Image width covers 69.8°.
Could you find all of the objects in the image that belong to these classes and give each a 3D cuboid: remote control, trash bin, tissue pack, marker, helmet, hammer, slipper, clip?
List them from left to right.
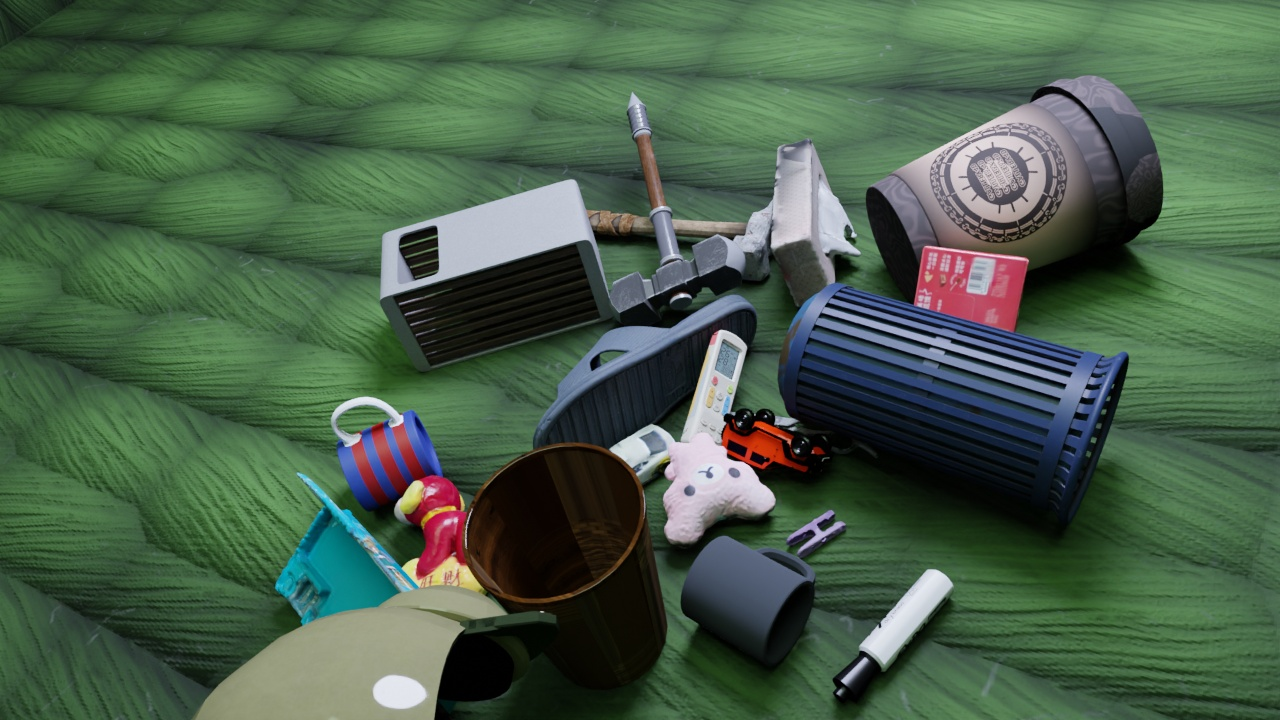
[{"bbox_3d":[-0.155,0.269,0.554,0.233,0.256,0.249,-9,45,4],"label":"helmet"},{"bbox_3d":[-0.160,-0.094,1.021,0.229,0.115,0.114,-16,45,1],"label":"trash bin"},{"bbox_3d":[-0.005,0.005,0.892,0.263,0.101,0.082,-33,47,-20],"label":"slipper"},{"bbox_3d":[0.016,-0.193,1.041,0.156,0.043,0.321,-23,56,18],"label":"hammer"},{"bbox_3d":[0.021,-0.159,1.084,0.319,0.049,0.121,8,47,26],"label":"hammer"},{"bbox_3d":[0.070,0.032,0.861,0.018,0.038,0.125,-12,55,53],"label":"remote control"},{"bbox_3d":[0.146,0.144,0.773,0.053,0.013,0.037,-18,45,-4],"label":"clip"},{"bbox_3d":[0.187,-0.150,0.988,0.071,0.104,0.181,-16,40,23],"label":"tissue pack"},{"bbox_3d":[0.189,0.207,0.689,0.125,0.025,0.025,-40,49,-21],"label":"marker"},{"bbox_3d":[0.248,0.025,0.762,0.250,0.139,0.139,20,55,31],"label":"trash bin"}]

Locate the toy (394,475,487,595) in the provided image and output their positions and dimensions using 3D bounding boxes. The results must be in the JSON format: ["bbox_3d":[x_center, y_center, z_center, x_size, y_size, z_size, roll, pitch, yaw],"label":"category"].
[{"bbox_3d":[-0.172,0.159,0.820,0.105,0.067,0.137,-26,52,-4],"label":"toy"}]

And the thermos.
[{"bbox_3d":[0.354,-0.157,0.899,0.226,0.173,0.172,-23,45,3],"label":"thermos"}]

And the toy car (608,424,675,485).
[{"bbox_3d":[-0.014,0.098,0.851,0.105,0.033,0.048,-34,49,-15],"label":"toy car"}]

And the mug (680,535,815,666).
[{"bbox_3d":[0.093,0.180,0.721,0.077,0.071,0.104,23,31,34],"label":"mug"}]

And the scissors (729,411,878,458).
[{"bbox_3d":[0.134,0.065,0.850,0.172,0.014,0.090,-8,44,6],"label":"scissors"}]

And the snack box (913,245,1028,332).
[{"bbox_3d":[0.290,-0.032,0.825,0.089,0.133,0.021,12,13,25],"label":"snack box"}]

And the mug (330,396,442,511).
[{"bbox_3d":[-0.247,0.082,0.881,0.076,0.112,0.075,-23,30,-7],"label":"mug"}]

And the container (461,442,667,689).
[{"bbox_3d":[-0.044,0.166,0.697,0.132,0.167,0.132,-9,45,9],"label":"container"}]

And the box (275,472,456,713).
[{"bbox_3d":[-0.221,0.185,0.756,0.083,0.173,0.227,-14,34,-42],"label":"box"}]

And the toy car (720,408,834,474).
[{"bbox_3d":[0.119,0.076,0.817,0.100,0.051,0.049,24,101,32],"label":"toy car"}]

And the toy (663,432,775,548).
[{"bbox_3d":[0.057,0.107,0.801,0.099,0.053,0.095,-20,63,-5],"label":"toy"}]
